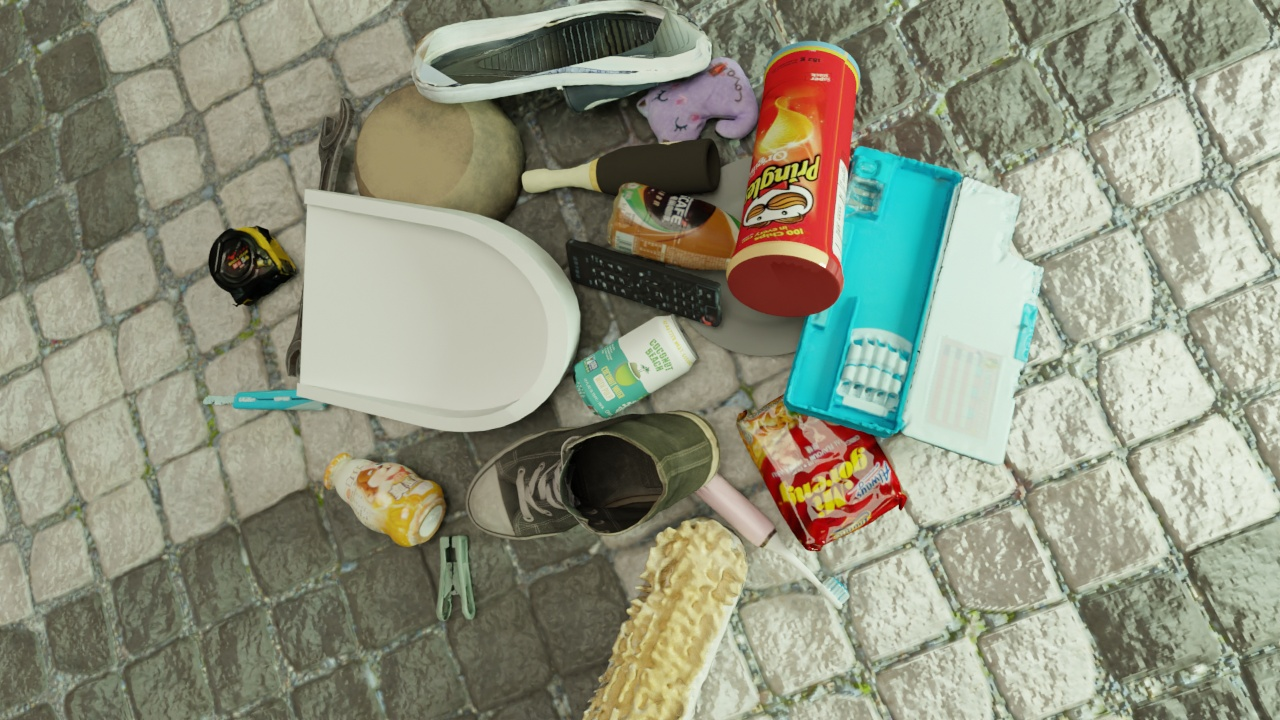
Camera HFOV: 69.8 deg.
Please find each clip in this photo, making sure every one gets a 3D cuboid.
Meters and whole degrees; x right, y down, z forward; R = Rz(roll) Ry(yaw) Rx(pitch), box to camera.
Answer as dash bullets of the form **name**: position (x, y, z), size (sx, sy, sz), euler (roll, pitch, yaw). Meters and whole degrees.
- **clip**: position (-0.166, 0.195, 0.822), size (0.037, 0.023, 0.075), euler (-7, 79, 13)

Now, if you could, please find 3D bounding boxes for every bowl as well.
- **bowl**: position (-0.194, -0.186, 0.854), size (0.162, 0.070, 0.162), euler (-2, 82, 13)

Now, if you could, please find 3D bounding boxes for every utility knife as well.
- **utility knife**: position (-0.367, 0.041, 0.895), size (0.141, 0.015, 0.022), euler (-3, 79, 16)

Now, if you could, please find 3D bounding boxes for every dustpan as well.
- **dustpan**: position (-0.184, -0.035, 0.803), size (0.258, 0.053, 0.192), euler (9, 104, 6)

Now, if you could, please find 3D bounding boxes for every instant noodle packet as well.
- **instant noodle packet**: position (0.146, 0.080, 0.753), size (0.098, 0.040, 0.135), euler (-28, 76, 1)

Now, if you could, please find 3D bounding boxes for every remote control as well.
- **remote control**: position (0.004, -0.071, 0.799), size (0.150, 0.047, 0.022), euler (20, 51, 23)

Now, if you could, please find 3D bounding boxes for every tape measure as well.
- **tape measure**: position (-0.385, -0.095, 0.904), size (0.071, 0.042, 0.072), euler (-35, 81, 12)

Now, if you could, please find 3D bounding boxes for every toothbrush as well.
- **toothbrush**: position (0.083, 0.127, 0.768), size (0.222, 0.027, 0.026), euler (40, 83, 14)

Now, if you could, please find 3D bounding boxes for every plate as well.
- **plate**: position (0.110, -0.091, 0.797), size (0.178, 0.012, 0.178), euler (-2, 82, 13)

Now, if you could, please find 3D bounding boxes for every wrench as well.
- **wrench**: position (-0.312, -0.119, 0.888), size (0.070, 0.010, 0.273), euler (3, 83, 50)

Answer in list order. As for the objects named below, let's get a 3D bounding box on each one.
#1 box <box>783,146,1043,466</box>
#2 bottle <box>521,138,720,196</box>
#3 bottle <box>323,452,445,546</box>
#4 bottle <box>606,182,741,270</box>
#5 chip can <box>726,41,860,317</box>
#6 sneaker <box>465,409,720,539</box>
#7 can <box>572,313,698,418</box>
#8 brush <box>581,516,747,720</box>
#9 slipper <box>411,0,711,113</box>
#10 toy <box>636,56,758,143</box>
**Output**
- **box**: position (0.230, -0.045, 0.737), size (0.181, 0.039, 0.226), euler (17, 78, 4)
- **bottle**: position (-0.023, -0.167, 0.821), size (0.185, 0.045, 0.045), euler (0, 82, 23)
- **bottle**: position (-0.231, 0.122, 0.826), size (0.109, 0.063, 0.063), euler (23, 88, 15)
- **bottle**: position (0.057, -0.103, 0.775), size (0.167, 0.059, 0.059), euler (16, 86, 7)
- **chip can**: position (0.125, -0.146, 0.728), size (0.087, 0.087, 0.212), euler (5, 62, 14)
- **sneaker**: position (-0.061, 0.103, 0.746), size (0.235, 0.119, 0.095), euler (-11, 90, 23)
- **can**: position (-0.005, 0.005, 0.790), size (0.102, 0.055, 0.055), euler (-30, 77, 8)
- **brush**: position (0.012, 0.256, 0.752), size (0.083, 0.056, 0.271), euler (24, 89, 14)
- **slipper**: position (-0.070, -0.264, 0.825), size (0.264, 0.063, 0.111), euler (-7, 56, -3)
- **toy**: position (0.053, -0.222, 0.817), size (0.100, 0.036, 0.080), euler (-27, 83, 8)
